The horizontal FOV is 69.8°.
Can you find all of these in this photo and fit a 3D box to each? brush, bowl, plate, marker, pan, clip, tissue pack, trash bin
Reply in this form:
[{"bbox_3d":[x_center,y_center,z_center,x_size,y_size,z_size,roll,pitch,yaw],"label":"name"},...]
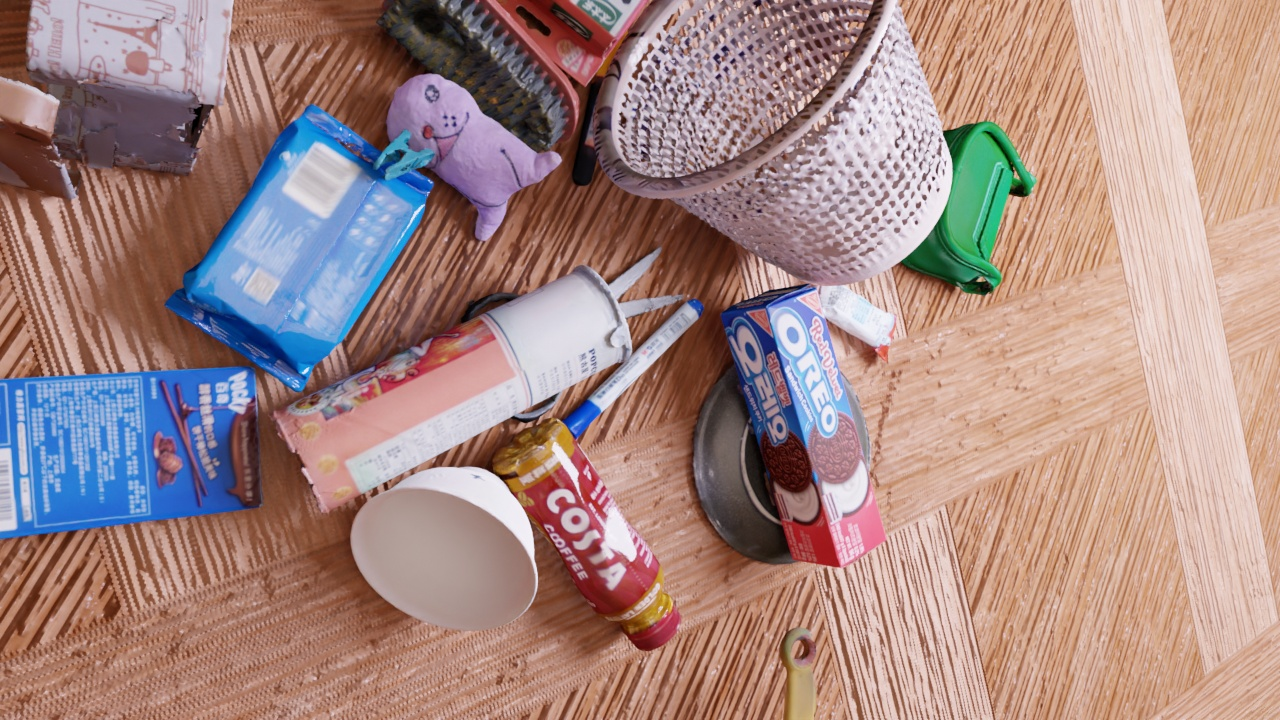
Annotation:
[{"bbox_3d":[-0.097,-0.203,0.611,0.146,0.063,0.069,42,41,-22],"label":"brush"},{"bbox_3d":[-0.114,0.106,0.580,0.118,0.119,0.064,48,29,-19],"label":"bowl"},{"bbox_3d":[0.122,0.076,0.737,0.179,0.024,0.179,1,88,-28],"label":"plate"},{"bbox_3d":[-0.031,-0.187,0.670,0.018,0.015,0.123,15,84,-29],"label":"marker"},{"bbox_3d":[-0.004,0.004,0.676,0.145,0.017,0.017,-44,108,-22],"label":"marker"},{"bbox_3d":[0.107,0.372,0.690,0.197,0.078,0.357,-3,90,-29],"label":"pan"},{"bbox_3d":[-0.147,-0.125,0.560,0.049,0.015,0.056,40,28,-11],"label":"clip"},{"bbox_3d":[-0.201,-0.068,0.553,0.095,0.052,0.157,34,73,-21],"label":"tissue pack"},{"bbox_3d":[0.111,-0.160,0.641,0.192,0.228,0.227,36,72,-42],"label":"trash bin"}]

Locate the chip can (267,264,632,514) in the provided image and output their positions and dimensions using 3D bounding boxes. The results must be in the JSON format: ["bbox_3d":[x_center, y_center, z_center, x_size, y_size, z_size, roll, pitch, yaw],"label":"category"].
[{"bbox_3d":[-0.114,0.015,0.574,0.214,0.071,0.071,-28,101,-19],"label":"chip can"}]

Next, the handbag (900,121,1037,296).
[{"bbox_3d":[0.288,-0.135,0.807,0.120,0.068,0.131,25,77,-26],"label":"handbag"}]

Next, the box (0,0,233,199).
[{"bbox_3d":[-0.305,-0.167,0.431,0.192,0.183,0.157,7,84,-31],"label":"box"}]

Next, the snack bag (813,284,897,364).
[{"bbox_3d":[0.180,-0.037,0.770,0.104,0.026,0.048,24,71,-25],"label":"snack bag"}]

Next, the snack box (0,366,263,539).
[{"bbox_3d":[-0.298,0.049,0.512,0.157,0.026,0.084,-3,90,-28],"label":"snack box"}]

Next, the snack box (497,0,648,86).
[{"bbox_3d":[-0.043,-0.277,0.628,0.113,0.044,0.127,35,81,-13],"label":"snack box"}]

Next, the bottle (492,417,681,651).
[{"bbox_3d":[-0.032,0.124,0.634,0.057,0.058,0.175,-40,106,-23],"label":"bottle"}]

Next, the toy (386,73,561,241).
[{"bbox_3d":[-0.118,-0.138,0.600,0.108,0.038,0.084,38,116,-17],"label":"toy"}]

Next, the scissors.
[{"bbox_3d":[-0.047,-0.025,0.658,0.159,0.014,0.170,21,78,-28],"label":"scissors"}]

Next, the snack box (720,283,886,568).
[{"bbox_3d":[0.123,0.049,0.693,0.057,0.058,0.207,-21,98,-31],"label":"snack box"}]
